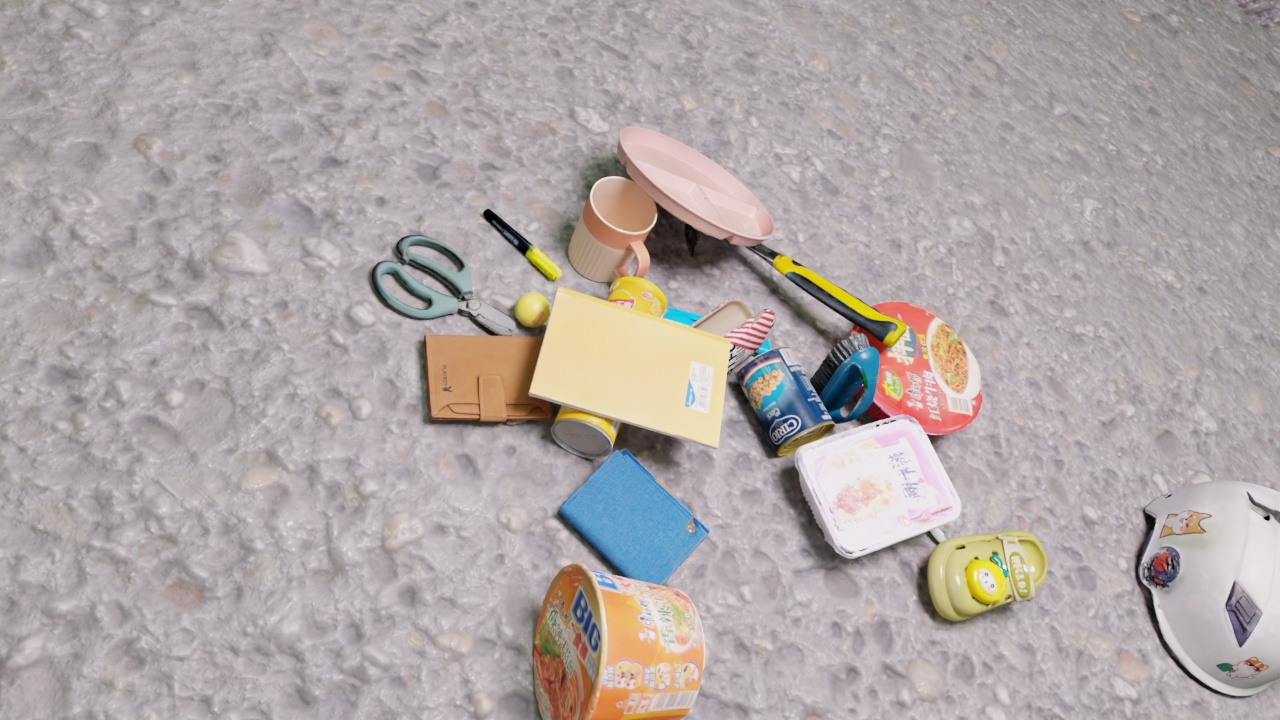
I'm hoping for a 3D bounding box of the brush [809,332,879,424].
[{"bbox_3d":[0.242,0.031,1.081,0.055,0.144,0.073,-16,61,-22],"label":"brush"}]

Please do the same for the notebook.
[{"bbox_3d":[-0.006,0.006,0.986,0.206,0.010,0.145,16,55,-8],"label":"notebook"}]

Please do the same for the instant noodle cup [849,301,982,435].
[{"bbox_3d":[0.340,0.021,1.178,0.193,0.066,0.193,10,56,-16],"label":"instant noodle cup"}]

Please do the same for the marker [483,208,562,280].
[{"bbox_3d":[-0.144,-0.140,1.105,0.124,0.018,0.015,42,48,7],"label":"marker"}]

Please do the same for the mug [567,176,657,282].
[{"bbox_3d":[-0.029,-0.142,1.099,0.081,0.106,0.114,-20,69,-31],"label":"mug"}]

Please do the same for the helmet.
[{"bbox_3d":[0.769,0.266,1.148,0.230,0.157,0.273,28,53,-4],"label":"helmet"}]

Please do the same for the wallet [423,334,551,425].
[{"bbox_3d":[-0.166,0.019,0.991,0.131,0.031,0.107,2,58,-20],"label":"wallet"}]

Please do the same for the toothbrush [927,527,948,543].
[{"bbox_3d":[0.316,0.169,1.108,0.018,0.016,0.191,-37,78,-25],"label":"toothbrush"}]

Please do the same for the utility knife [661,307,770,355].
[{"bbox_3d":[0.087,-0.039,1.139,0.159,0.018,0.034,16,56,-12],"label":"utility knife"}]

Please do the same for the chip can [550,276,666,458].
[{"bbox_3d":[-0.032,0.005,1.030,0.072,0.072,0.212,25,54,-7],"label":"chip can"}]

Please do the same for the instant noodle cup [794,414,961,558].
[{"bbox_3d":[0.264,0.149,1.060,0.173,0.060,0.138,-14,68,-22],"label":"instant noodle cup"}]

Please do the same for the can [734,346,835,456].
[{"bbox_3d":[0.169,0.047,1.085,0.075,0.075,0.111,-15,66,-29],"label":"can"}]

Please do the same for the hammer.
[{"bbox_3d":[0.192,-0.114,1.177,0.323,0.032,0.125,36,54,20],"label":"hammer"}]

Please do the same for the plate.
[{"bbox_3d":[0.067,-0.215,1.143,0.229,0.028,0.229,26,29,-16],"label":"plate"}]

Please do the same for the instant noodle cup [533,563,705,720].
[{"bbox_3d":[-0.018,0.265,0.834,0.111,0.152,0.151,11,56,-26],"label":"instant noodle cup"}]

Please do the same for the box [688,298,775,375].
[{"bbox_3d":[0.081,-0.019,1.093,0.162,0.076,0.087,-38,57,-24],"label":"box"}]

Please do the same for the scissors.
[{"bbox_3d":[-0.225,-0.064,1.024,0.185,0.019,0.129,46,55,11],"label":"scissors"}]

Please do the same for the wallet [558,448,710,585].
[{"bbox_3d":[-0.006,0.167,0.961,0.133,0.040,0.106,43,63,7],"label":"wallet"}]

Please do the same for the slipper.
[{"bbox_3d":[0.415,0.240,1.058,0.190,0.082,0.091,-7,77,-30],"label":"slipper"}]

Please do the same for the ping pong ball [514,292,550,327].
[{"bbox_3d":[-0.123,-0.058,1.048,0.040,0.040,0.040,11,57,-17],"label":"ping pong ball"}]
